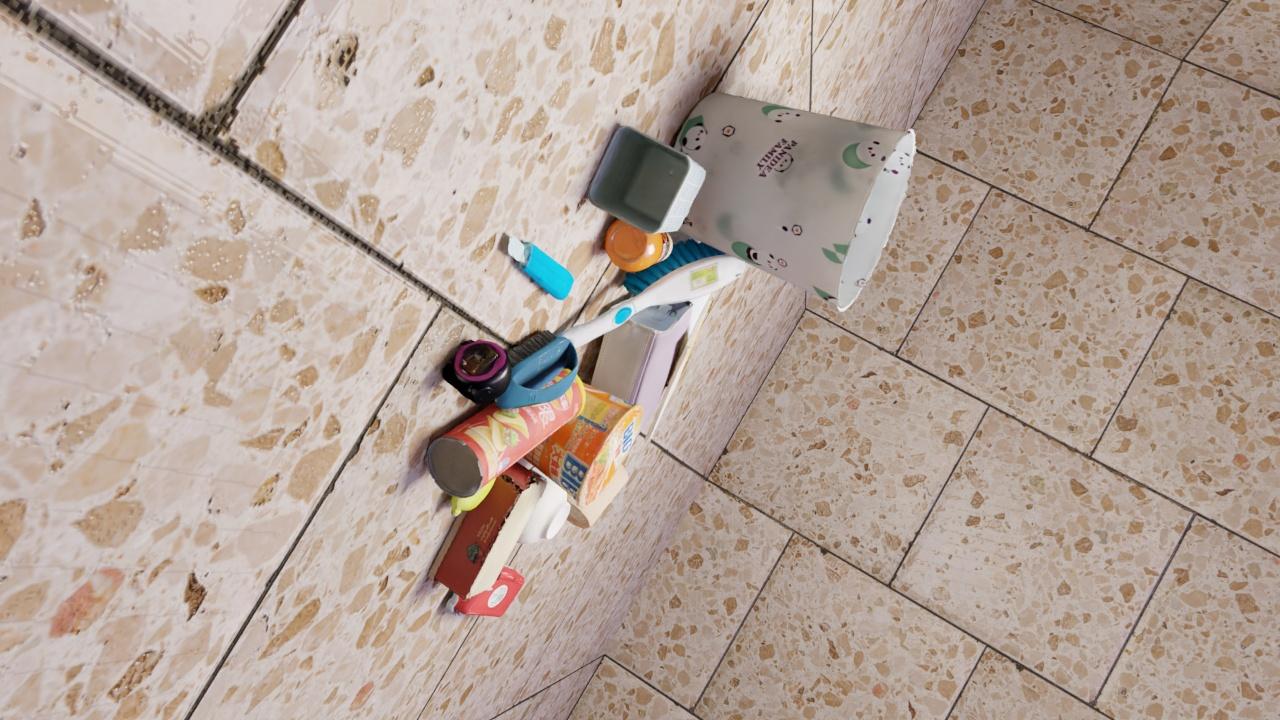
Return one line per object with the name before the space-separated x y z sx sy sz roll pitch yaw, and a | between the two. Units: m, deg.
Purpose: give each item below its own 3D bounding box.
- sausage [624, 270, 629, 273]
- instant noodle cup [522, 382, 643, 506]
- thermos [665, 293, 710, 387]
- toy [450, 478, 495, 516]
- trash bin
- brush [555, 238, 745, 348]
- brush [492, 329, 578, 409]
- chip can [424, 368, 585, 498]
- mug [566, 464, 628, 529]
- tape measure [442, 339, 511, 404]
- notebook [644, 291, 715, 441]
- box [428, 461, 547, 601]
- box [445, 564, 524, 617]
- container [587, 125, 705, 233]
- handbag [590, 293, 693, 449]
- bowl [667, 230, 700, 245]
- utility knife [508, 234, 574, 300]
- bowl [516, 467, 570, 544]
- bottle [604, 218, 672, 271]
sausage | 0.022 -0.174 1.199 0.155 0.020 0.020 -56 165 -19
instant noodle cup | -0.082 0.097 1.182 0.151 0.111 0.151 -54 165 -23
thermos | 0.061 -0.072 1.448 0.224 0.073 0.073 -64 166 12
toy | -0.185 0.131 1.058 0.096 0.031 0.100 -46 160 -50
trash bin | 0.180 -0.211 1.149 0.228 0.252 0.230 -50 154 -37
brush | 0.003 -0.085 1.175 0.313 0.109 0.061 -21 123 -21
brush | -0.111 0.014 0.997 0.143 0.073 0.055 -37 148 -57
chip can | -0.142 0.074 1.012 0.216 0.073 0.073 -39 154 -56
mug | -0.091 0.207 1.469 0.103 0.084 0.125 -51 -171 -29
tape measure | -0.152 0.009 0.876 0.057 0.057 0.039 -42 158 -29
notebook | 0.059 0.011 1.379 0.145 0.010 0.207 -61 174 -48
box | -0.181 0.211 1.139 0.168 0.077 0.091 -62 165 8
box | -0.224 0.329 1.316 0.086 0.047 0.201 -57 166 -10
container | 0.012 -0.191 0.994 0.090 0.090 0.111 -63 169 12
handbag | -0.008 0.007 1.282 0.144 0.098 0.197 -33 146 -57
bowl | 0.068 -0.157 1.299 0.118 0.065 0.118 -55 165 -23
utility knife | -0.101 -0.095 0.928 0.185 0.018 0.034 38 70 -75
bowl | -0.142 0.211 1.295 0.116 0.066 0.117 -54 164 -23
bottle | 0.006 -0.142 1.115 0.067 0.067 0.149 -64 168 13
